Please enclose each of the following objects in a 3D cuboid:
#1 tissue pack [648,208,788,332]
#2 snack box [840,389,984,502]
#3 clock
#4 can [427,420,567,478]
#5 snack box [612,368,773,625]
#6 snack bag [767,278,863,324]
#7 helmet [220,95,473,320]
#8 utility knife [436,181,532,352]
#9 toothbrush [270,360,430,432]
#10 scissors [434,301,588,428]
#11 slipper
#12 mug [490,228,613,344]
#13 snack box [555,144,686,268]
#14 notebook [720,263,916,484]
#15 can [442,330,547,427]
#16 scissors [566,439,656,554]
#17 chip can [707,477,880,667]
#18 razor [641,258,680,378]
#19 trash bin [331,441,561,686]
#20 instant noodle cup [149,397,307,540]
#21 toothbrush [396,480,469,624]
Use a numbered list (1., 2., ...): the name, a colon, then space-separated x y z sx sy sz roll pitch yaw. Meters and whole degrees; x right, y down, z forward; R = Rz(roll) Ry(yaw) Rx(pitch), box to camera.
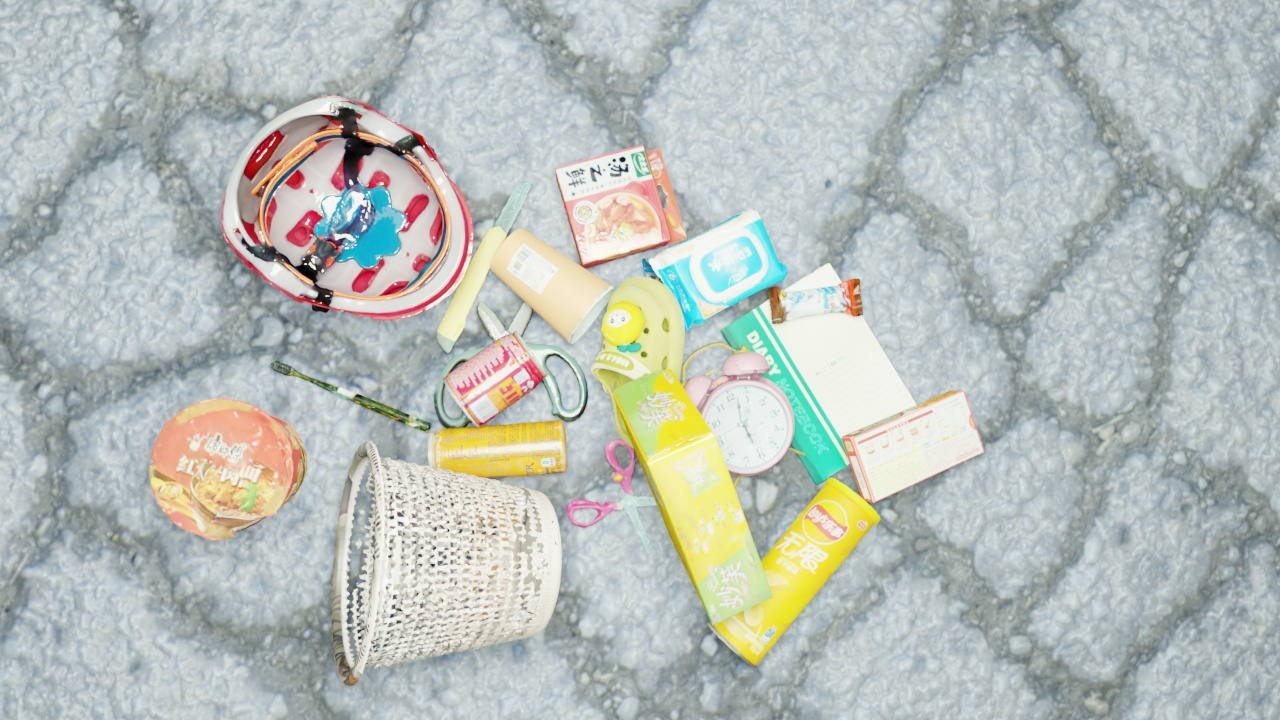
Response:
1. tissue pack: 0.087 -0.101 1.013 0.140 0.063 0.090 -28 97 -11
2. snack box: 0.305 0.094 1.024 0.155 0.027 0.077 -20 92 -18
3. clock: 0.104 0.055 1.010 0.117 0.060 0.158 -29 89 1
4. can: -0.153 0.098 0.995 0.146 0.058 0.058 -4 87 -4
5. snack box: 0.050 0.133 0.922 0.070 0.157 0.210 -23 116 -4
6. snack bag: 0.197 -0.066 1.032 0.104 0.026 0.048 -4 75 -4
7. helmet: -0.297 -0.148 0.962 0.240 0.144 0.207 34 85 -15
8. utility knife: -0.176 -0.109 1.024 0.031 0.022 0.213 25 91 17
9. toothbrush: -0.318 0.039 1.008 0.186 0.017 0.012 23 82 -2
10. scissors: -0.153 0.023 1.021 0.179 0.019 0.170 -39 91 -4
11. slipper: -0.006 0.006 0.984 0.092 0.081 0.190 3 97 35
12. mug: -0.100 -0.085 1.004 0.123 0.078 0.078 38 85 3
13. snack box: -0.020 -0.175 1.027 0.127 0.044 0.113 -17 88 -5
14. notebook: 0.207 0.015 1.049 0.150 0.012 0.209 -32 90 -4
15. can: -0.153 0.019 0.978 0.093 0.066 0.066 -36 89 -5
16. scissors: -0.021 0.158 1.023 0.135 0.017 0.133 -23 92 -8
17. chip can: 0.167 0.230 1.003 0.072 0.072 0.213 42 85 -1
18. razor: 0.026 -0.044 1.034 0.042 0.022 0.142 -5 83 -33
19. trash bin: -0.191 0.200 0.913 0.192 0.228 0.227 7 86 -26
20. instant noodle cup: -0.416 0.107 0.952 0.138 0.108 0.138 0 87 -4
21. toothbrush: -0.222 0.205 1.006 0.014 0.016 0.189 26 84 -6
